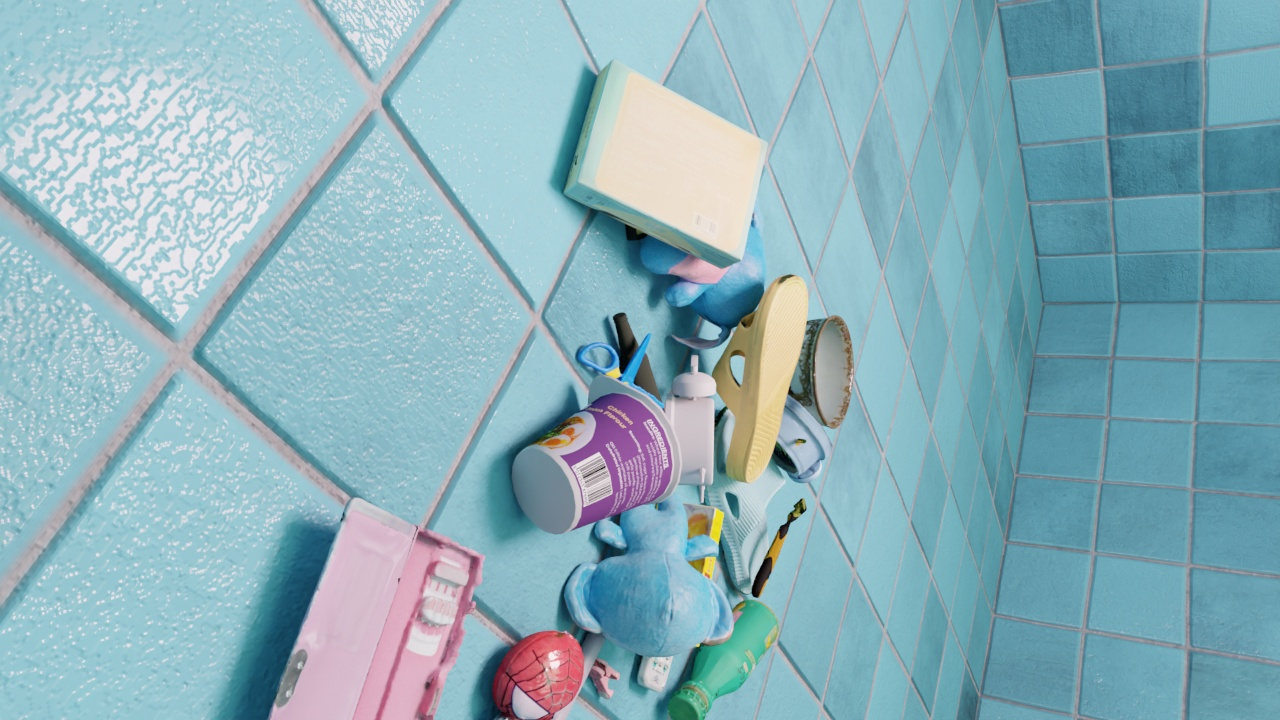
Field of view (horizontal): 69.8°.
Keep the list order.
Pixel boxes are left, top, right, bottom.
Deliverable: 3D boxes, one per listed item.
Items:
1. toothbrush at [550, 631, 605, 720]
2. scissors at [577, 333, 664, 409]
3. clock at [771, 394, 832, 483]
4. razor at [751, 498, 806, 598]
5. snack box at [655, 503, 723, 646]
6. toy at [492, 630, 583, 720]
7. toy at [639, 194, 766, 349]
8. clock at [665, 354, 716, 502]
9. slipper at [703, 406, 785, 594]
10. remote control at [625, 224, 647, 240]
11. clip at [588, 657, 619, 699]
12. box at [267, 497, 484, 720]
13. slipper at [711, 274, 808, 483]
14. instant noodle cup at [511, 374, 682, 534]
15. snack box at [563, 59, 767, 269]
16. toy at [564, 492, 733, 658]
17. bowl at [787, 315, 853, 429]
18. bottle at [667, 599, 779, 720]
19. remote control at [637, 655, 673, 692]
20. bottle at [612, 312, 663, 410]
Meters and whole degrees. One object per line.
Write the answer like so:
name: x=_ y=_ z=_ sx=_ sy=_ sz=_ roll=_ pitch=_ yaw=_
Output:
toothbrush: x=-0.081 y=0.342 z=0.885 sx=0.187 sy=0.018 sz=0.019 roll=-59 pitch=136 yaw=-38
scissors: x=-0.020 y=0.027 z=0.944 sx=0.125 sy=0.013 sz=0.126 roll=29 pitch=89 yaw=-35
clock: x=0.194 y=0.103 z=1.211 sx=0.060 sy=0.118 sz=0.162 roll=-41 pitch=149 yaw=-11
razor: x=0.181 y=0.248 z=1.210 sx=0.144 sy=0.021 sz=0.044 roll=-60 pitch=174 yaw=-21
snack box: x=0.041 y=0.235 z=1.022 sx=0.025 sy=0.075 sz=0.152 roll=37 pitch=60 yaw=-55
toy: x=-0.098 y=0.304 z=0.820 sx=0.092 sy=0.062 sz=0.132 roll=31 pitch=77 yaw=-47
toy: x=0.086 y=-0.127 z=1.048 sx=0.191 sy=0.099 sz=0.223 roll=44 pitch=65 yaw=-49
clock: x=0.053 y=0.071 z=1.024 sx=0.120 sy=0.061 sz=0.159 roll=82 pitch=10 yaw=-66
slipper: x=0.140 y=0.189 z=1.188 sx=0.115 sy=0.070 sz=0.276 roll=-43 pitch=128 yaw=-45
remote control: x=-0.002 y=-0.199 z=0.987 sx=0.058 sy=0.013 sz=0.133 roll=-28 pitch=115 yaw=-54
clip: x=-0.036 y=0.324 z=0.955 sx=0.045 sy=0.023 sz=0.060 roll=-43 pitch=129 yaw=-54
box: x=-0.202 y=0.230 z=0.665 sx=0.179 sy=0.040 sz=0.232 roll=47 pitch=53 yaw=-54
slipper: x=0.127 y=0.021 z=1.075 sx=0.099 sy=0.078 sz=0.264 roll=-28 pitch=132 yaw=-50
instant noodle cup: x=-0.050 y=0.093 z=0.849 sx=0.121 sy=0.122 sz=0.137 roll=-23 pitch=84 yaw=-45
snack box: x=0.031 y=-0.196 z=0.928 sx=0.193 sy=0.044 sz=0.141 roll=22 pitch=71 yaw=-23
toy: x=0.007 y=0.222 z=0.957 sx=0.115 sy=0.183 sz=0.180 roll=117 pitch=-22 yaw=-48
bowl: x=0.232 y=0.015 z=1.299 sx=0.159 sy=0.094 sz=0.160 roll=-4 pitch=95 yaw=-58
bottle: x=0.102 y=0.375 z=1.133 sx=0.209 sy=0.068 sz=0.068 roll=-29 pitch=116 yaw=-54
remote control: x=0.025 y=0.308 z=1.050 sx=0.050 sy=0.022 sz=0.133 roll=47 pitch=53 yaw=-48
bottle: x=-0.006 y=0.006 z=0.974 sx=0.032 sy=0.033 sz=0.123 roll=-49 pitch=130 yaw=-46
